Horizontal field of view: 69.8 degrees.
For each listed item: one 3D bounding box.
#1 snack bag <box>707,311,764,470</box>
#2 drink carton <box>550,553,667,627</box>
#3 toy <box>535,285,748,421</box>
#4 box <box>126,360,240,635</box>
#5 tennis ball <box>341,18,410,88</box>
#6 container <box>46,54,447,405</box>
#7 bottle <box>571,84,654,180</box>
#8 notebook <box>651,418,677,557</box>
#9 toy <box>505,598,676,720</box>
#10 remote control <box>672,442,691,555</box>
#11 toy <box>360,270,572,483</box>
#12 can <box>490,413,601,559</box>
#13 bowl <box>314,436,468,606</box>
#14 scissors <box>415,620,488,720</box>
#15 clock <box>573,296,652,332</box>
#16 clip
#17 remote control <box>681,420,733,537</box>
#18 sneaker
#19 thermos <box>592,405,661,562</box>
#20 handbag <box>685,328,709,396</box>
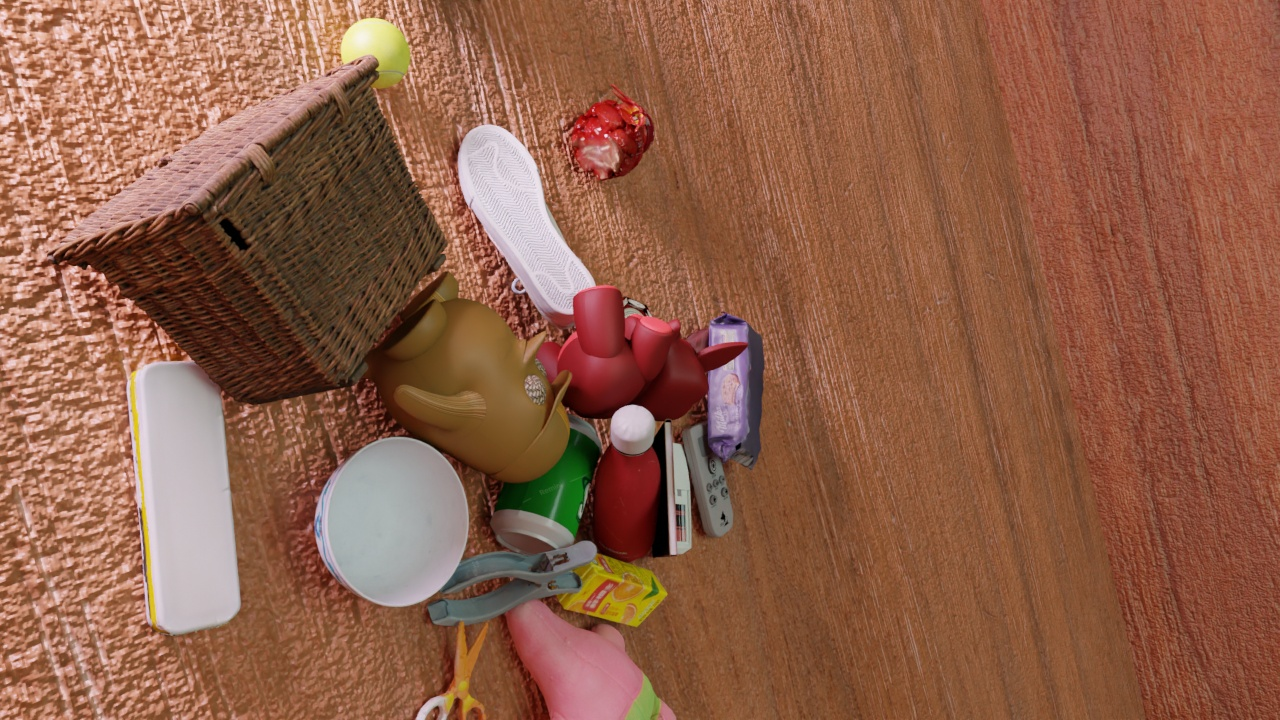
[{"bbox_3d":[0.134,0.044,1.255,0.096,0.058,0.205,29,59,-62],"label":"snack bag"},{"bbox_3d":[-0.034,0.252,1.016,0.134,0.058,0.043,31,13,-48],"label":"drink carton"},{"bbox_3d":[-0.006,0.006,0.973,0.197,0.159,0.120,10,46,-36],"label":"toy"},{"bbox_3d":[-0.355,0.105,0.713,0.064,0.033,0.209,-1,81,-50],"label":"box"},{"bbox_3d":[-0.259,-0.300,0.899,0.065,0.065,0.065,16,69,-47],"label":"tennis ball"},{"bbox_3d":[-0.281,-0.095,0.734,0.183,0.162,0.249,63,31,-30],"label":"container"},{"bbox_3d":[-0.032,-0.281,1.142,0.110,0.099,0.099,-44,114,-51],"label":"bottle"},{"bbox_3d":[0.024,0.153,1.050,0.008,0.209,0.141,-1,78,-4],"label":"notebook"},{"bbox_3d":[-0.062,0.340,0.956,0.236,0.097,0.191,51,36,-8],"label":"toy"},{"bbox_3d":[0.043,0.175,1.169,0.049,0.024,0.143,14,70,-48],"label":"remote control"},{"bbox_3d":[-0.146,0.029,0.869,0.203,0.163,0.198,46,18,-21],"label":"toy"},{"bbox_3d":[-0.098,0.130,0.964,0.088,0.088,0.139,41,52,-36],"label":"can"},{"bbox_3d":[-0.232,0.143,0.810,0.143,0.074,0.143,16,69,-47],"label":"bowl"},{"bbox_3d":[-0.179,0.307,0.868,0.096,0.012,0.133,1,90,-48],"label":"scissors"},{"bbox_3d":[-0.038,-0.011,1.085,0.154,0.065,0.114,-21,97,-58],"label":"clock"},{"bbox_3d":[-0.116,0.199,0.879,0.166,0.128,0.028,-9,49,-28],"label":"clip"},{"bbox_3d":[0.093,0.158,1.226,0.074,0.019,0.151,-15,92,-63],"label":"remote control"},{"bbox_3d":[-0.132,-0.140,1.012,0.089,0.091,0.242,-27,83,-20],"label":"sneaker"},{"bbox_3d":[-0.013,0.131,0.977,0.240,0.073,0.073,95,17,-51],"label":"thermos"},{"bbox_3d":[0.096,0.018,1.275,0.055,0.029,0.120,-37,114,-53],"label":"handbag"}]
